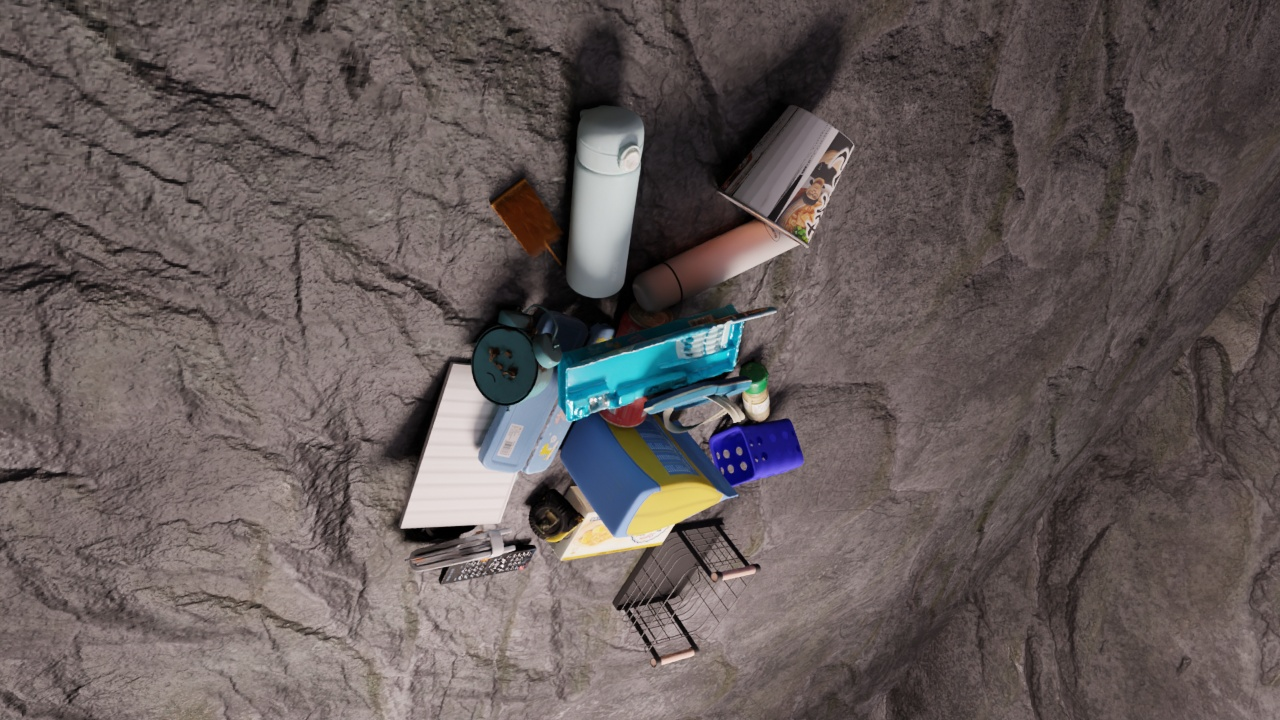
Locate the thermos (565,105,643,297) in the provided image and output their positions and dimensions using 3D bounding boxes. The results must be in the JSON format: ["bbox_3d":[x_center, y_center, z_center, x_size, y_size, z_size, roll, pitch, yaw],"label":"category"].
[{"bbox_3d":[-0.038,-0.160,0.934,0.065,0.078,0.207,-19,142,-26],"label":"thermos"}]

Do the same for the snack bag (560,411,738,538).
[{"bbox_3d":[0.019,0.142,1.243,0.204,0.159,0.102,-3,132,-41],"label":"snack bag"}]

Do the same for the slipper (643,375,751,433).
[{"bbox_3d":[0.078,0.063,1.206,0.118,0.060,0.294,-16,175,17],"label":"slipper"}]

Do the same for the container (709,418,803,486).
[{"bbox_3d":[0.183,0.143,1.437,0.113,0.085,0.085,-7,166,-39],"label":"container"}]

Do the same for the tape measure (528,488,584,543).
[{"bbox_3d":[-0.125,0.220,1.281,0.063,0.067,0.038,-44,176,20],"label":"tape measure"}]

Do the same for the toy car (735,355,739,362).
[{"bbox_3d":[0.089,-0.018,1.224,0.111,0.047,0.047,-9,135,-37],"label":"toy car"}]

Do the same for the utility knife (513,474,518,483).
[{"bbox_3d":[-0.188,0.122,1.163,0.031,0.015,0.175,-32,146,-5],"label":"utility knife"}]

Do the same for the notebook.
[{"bbox_3d":[-0.195,0.104,1.093,0.142,0.009,0.210,7,109,-45],"label":"notebook"}]

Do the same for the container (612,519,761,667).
[{"bbox_3d":[0.082,0.404,1.611,0.162,0.130,0.242,1,129,-42],"label":"container"}]

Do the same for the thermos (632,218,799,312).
[{"bbox_3d":[0.094,-0.122,1.109,0.223,0.052,0.052,-26,143,-17],"label":"thermos"}]

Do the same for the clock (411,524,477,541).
[{"bbox_3d":[-0.242,0.188,1.163,0.091,0.042,0.121,-8,134,-36],"label":"clock"}]

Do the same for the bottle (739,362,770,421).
[{"bbox_3d":[0.173,0.049,1.377,0.043,0.043,0.111,-31,145,-11],"label":"bottle"}]

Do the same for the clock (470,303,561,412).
[{"bbox_3d":[-0.132,-0.007,1.009,0.124,0.090,0.053,-52,162,18],"label":"clock"}]

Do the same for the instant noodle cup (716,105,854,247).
[{"bbox_3d":[0.170,-0.211,1.034,0.123,0.123,0.122,20,106,-50],"label":"instant noodle cup"}]

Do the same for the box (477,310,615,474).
[{"bbox_3d":[-0.106,0.044,1.099,0.127,0.034,0.209,14,107,-50],"label":"box"}]

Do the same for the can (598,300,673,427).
[{"bbox_3d":[-0.007,0.007,1.149,0.067,0.067,0.171,-13,137,-32],"label":"can"}]

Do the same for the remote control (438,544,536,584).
[{"bbox_3d":[-0.219,0.288,1.314,0.150,0.022,0.047,1,128,-45],"label":"remote control"}]

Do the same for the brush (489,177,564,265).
[{"bbox_3d":[-0.107,-0.133,0.950,0.048,0.017,0.126,-38,145,-1],"label":"brush"}]

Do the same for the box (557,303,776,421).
[{"bbox_3d":[0.022,-0.014,1.038,0.226,0.071,0.182,-17,160,-19],"label":"box"}]

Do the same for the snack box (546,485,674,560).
[{"bbox_3d":[-0.034,0.238,1.389,0.207,0.057,0.104,2,128,-42],"label":"snack box"}]

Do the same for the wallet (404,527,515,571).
[{"bbox_3d":[-0.237,0.246,1.182,0.119,0.037,0.115,-18,170,31],"label":"wallet"}]
